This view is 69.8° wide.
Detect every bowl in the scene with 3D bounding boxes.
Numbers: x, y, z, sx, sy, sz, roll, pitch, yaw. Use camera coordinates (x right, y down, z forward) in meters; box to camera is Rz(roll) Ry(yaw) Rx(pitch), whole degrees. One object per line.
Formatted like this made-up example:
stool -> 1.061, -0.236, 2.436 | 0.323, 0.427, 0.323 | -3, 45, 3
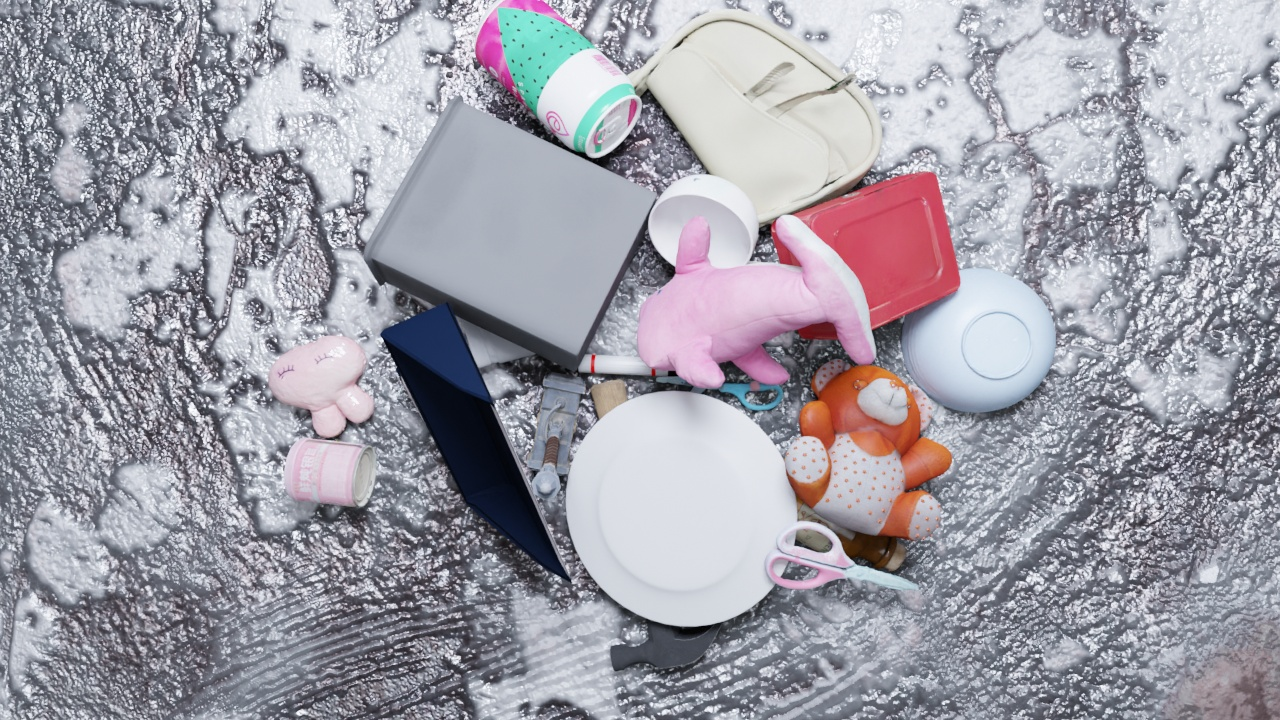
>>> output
bowl -> 0.065, -0.135, 0.890 | 0.105, 0.105, 0.054 | 23, 53, 2
bowl -> 0.343, -0.018, 0.909 | 0.150, 0.074, 0.150 | 0, 95, 3

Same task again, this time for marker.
marker -> -0.006, 0.006, 0.963 | 0.145, 0.019, 0.019 | 3, 94, 4

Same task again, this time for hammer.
hammer -> -0.079, 0.077, 0.821 | 0.044, 0.322, 0.098 | 11, 95, -5
hammer -> 0.004, 0.171, 0.969 | 0.132, 0.040, 0.305 | -13, 93, 8

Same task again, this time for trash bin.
trash bin -> -0.123, -0.121, 0.902 | 0.220, 0.098, 0.191 | 25, 76, 1

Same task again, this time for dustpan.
dustpan -> -0.175, 0.067, 0.887 | 0.080, 0.273, 0.236 | -24, 128, -10

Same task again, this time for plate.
plate -> 0.035, 0.152, 0.926 | 0.243, 0.016, 0.242 | 1, 95, 17

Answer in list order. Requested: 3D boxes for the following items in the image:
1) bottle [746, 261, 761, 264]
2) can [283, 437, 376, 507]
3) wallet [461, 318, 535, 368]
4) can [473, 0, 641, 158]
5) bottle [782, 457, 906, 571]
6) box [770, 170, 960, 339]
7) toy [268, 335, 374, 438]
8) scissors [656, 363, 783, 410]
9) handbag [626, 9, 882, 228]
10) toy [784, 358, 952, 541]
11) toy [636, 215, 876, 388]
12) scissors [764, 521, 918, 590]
bottle -> 0.119, -0.075, 0.933 | 0.146, 0.051, 0.051 | 8, 94, 3
can -> -0.328, 0.118, 0.971 | 0.076, 0.067, 0.067 | 6, 94, 3
wallet -> -0.128, -0.044, 0.962 | 0.116, 0.032, 0.086 | -11, 94, -3
can -> -0.082, -0.280, 0.899 | 0.166, 0.088, 0.088 | 45, 96, 12
bottle -> 0.195, 0.165, 0.937 | 0.157, 0.068, 0.068 | 29, 95, 2
box -> 0.214, -0.097, 0.879 | 0.158, 0.087, 0.129 | -23, 105, -22
toy -> -0.334, 0.028, 0.976 | 0.108, 0.053, 0.105 | -27, 107, 4
scissors -> 0.084, 0.005, 0.951 | 0.136, 0.015, 0.126 | 3, 88, -13
handbag -> 0.111, -0.239, 0.889 | 0.184, 0.131, 0.229 | -38, 89, 13
toy -> 0.223, 0.078, 0.895 | 0.164, 0.093, 0.172 | 21, 59, -3
toy -> 0.079, -0.031, 0.840 | 0.127, 0.266, 0.187 | -48, 114, -35
scissors -> 0.206, 0.205, 0.905 | 0.174, 0.017, 0.077 | 18, 108, -15
